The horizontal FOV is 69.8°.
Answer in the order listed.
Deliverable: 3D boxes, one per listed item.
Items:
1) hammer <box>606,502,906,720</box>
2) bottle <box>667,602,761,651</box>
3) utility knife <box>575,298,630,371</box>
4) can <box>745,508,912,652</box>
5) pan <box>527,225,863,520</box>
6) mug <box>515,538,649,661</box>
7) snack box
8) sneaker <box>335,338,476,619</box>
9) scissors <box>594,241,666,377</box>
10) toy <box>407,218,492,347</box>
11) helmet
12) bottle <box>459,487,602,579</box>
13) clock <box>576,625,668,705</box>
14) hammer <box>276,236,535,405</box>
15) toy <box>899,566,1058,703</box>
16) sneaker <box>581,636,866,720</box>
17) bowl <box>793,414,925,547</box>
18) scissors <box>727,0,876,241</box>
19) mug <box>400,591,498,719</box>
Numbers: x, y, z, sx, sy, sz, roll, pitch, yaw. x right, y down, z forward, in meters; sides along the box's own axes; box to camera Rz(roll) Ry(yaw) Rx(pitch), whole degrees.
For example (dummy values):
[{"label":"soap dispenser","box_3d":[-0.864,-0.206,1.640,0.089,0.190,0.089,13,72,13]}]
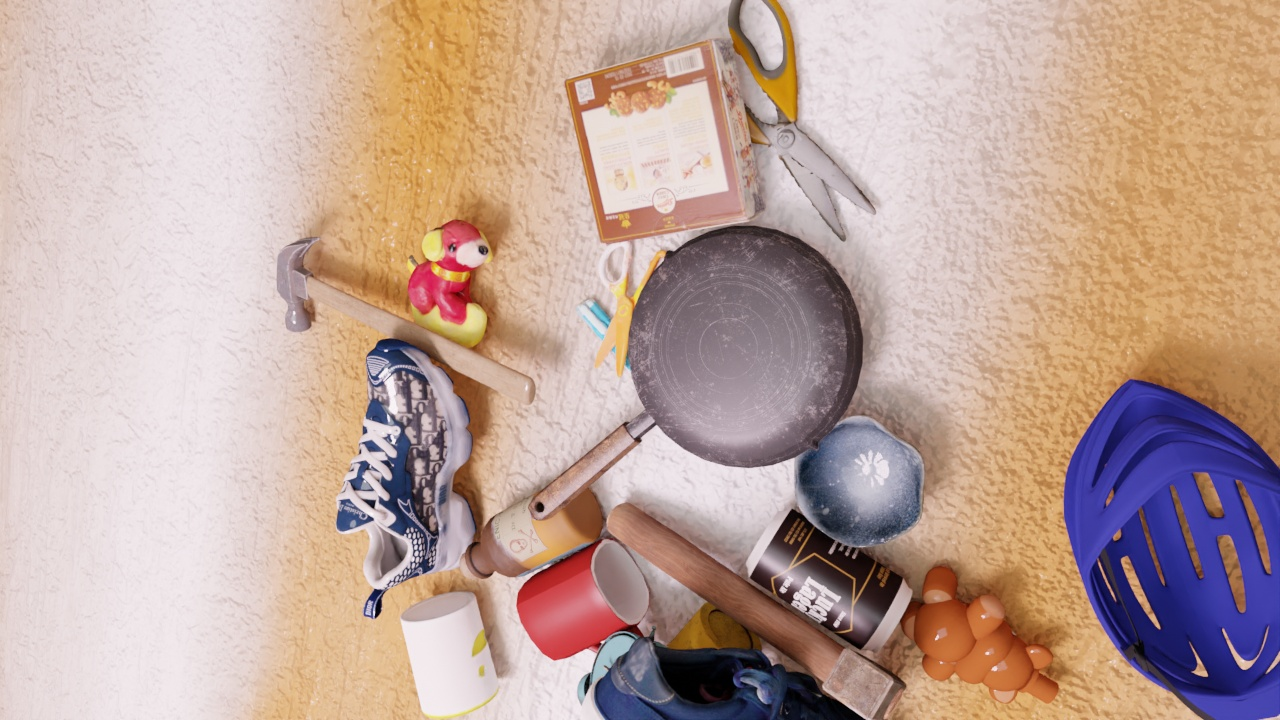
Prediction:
[{"label":"hammer","box_3d":[0.091,0.212,0.810,0.301,0.158,0.037,29,83,29]},{"label":"bottle","box_3d":[0.039,0.307,0.869,0.071,0.070,0.164,40,114,11]},{"label":"utility knife","box_3d":[-0.005,0.005,0.850,0.022,0.015,0.158,-45,80,25]},{"label":"can","box_3d":[0.160,0.187,0.787,0.128,0.071,0.072,31,112,14]},{"label":"pan","box_3d":[0.022,0.037,0.778,0.358,0.040,0.207,-41,77,19]},{"label":"mug","box_3d":[-0.047,0.244,0.887,0.097,0.080,0.116,-32,95,26]},{"label":"snack box","box_3d":[0.019,-0.180,0.771,0.143,0.041,0.147,-5,106,30]},{"label":"sneaker","box_3d":[-0.242,0.116,0.889,0.103,0.132,0.270,13,118,30]},{"label":"scissors","box_3d":[-0.023,-0.049,0.837,0.084,0.012,0.133,31,101,16]},{"label":"toy","box_3d":[-0.188,-0.075,0.894,0.105,0.067,0.138,30,124,18]},{"label":"helmet","box_3d":[0.373,0.139,0.598,0.148,0.227,0.241,-18,95,16]},{"label":"bottle","box_3d":[-0.116,0.176,0.907,0.157,0.067,0.068,-30,88,26]},{"label":"clock","box_3d":[-0.013,0.304,0.831,0.124,0.053,0.090,-56,38,21]},{"label":"hammer","box_3d":[-0.241,-0.029,0.902,0.331,0.030,0.120,25,129,24]},{"label":"toy","box_3d":[0.282,0.234,0.758,0.128,0.065,0.095,30,120,6]},{"label":"sneaker","box_3d":[0.107,0.277,0.748,0.294,0.120,0.127,21,110,-24]},{"label":"bowl","box_3d":[0.186,0.095,0.765,0.110,0.055,0.110,5,103,23]},{"label":"scissors","box_3d":[0.101,-0.191,0.761,0.166,0.016,0.225,-24,91,27]},{"label":"mug","box_3d":[-0.201,0.308,0.966,0.083,0.082,0.106,-10,96,25]}]
